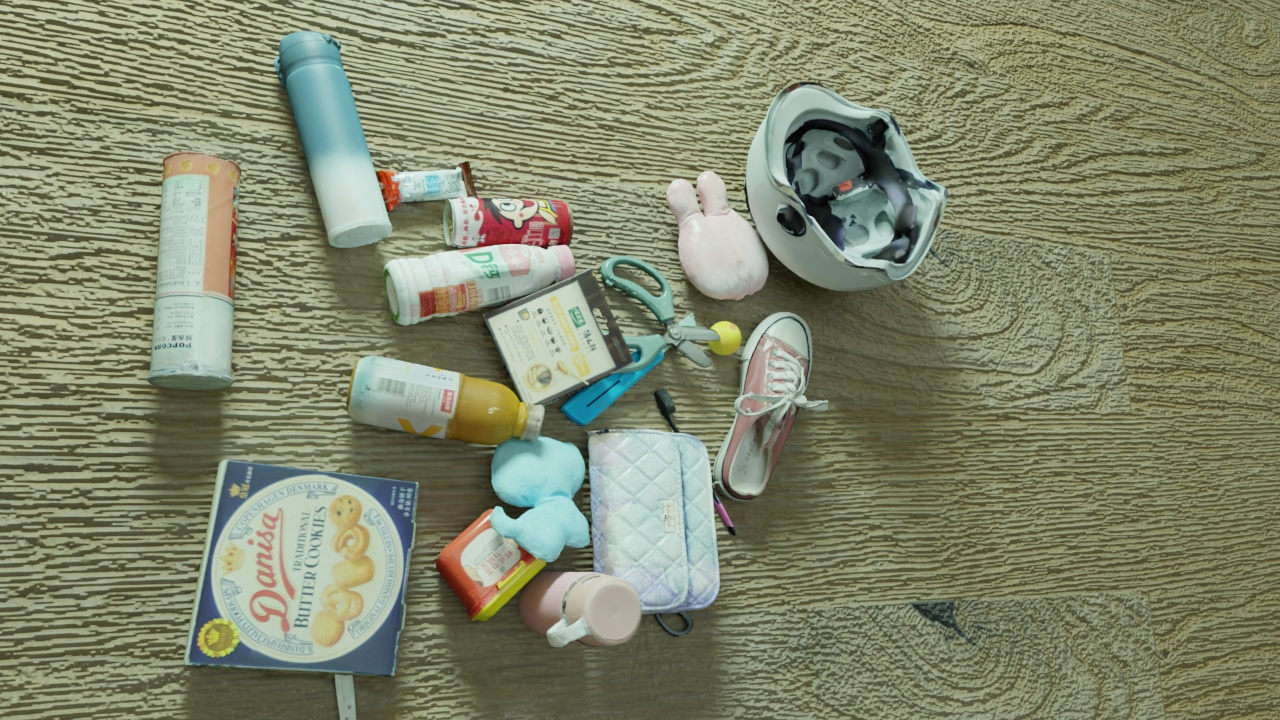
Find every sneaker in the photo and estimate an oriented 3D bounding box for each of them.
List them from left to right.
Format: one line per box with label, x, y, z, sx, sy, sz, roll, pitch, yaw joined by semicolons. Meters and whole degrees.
sneaker;0.155;0.048;1.061;0.118;0.088;0.240;27;70;-15

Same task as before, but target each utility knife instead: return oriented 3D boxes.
utility knife;-0.006;0.006;1.041;0.204;0.018;0.034;-39;94;-27

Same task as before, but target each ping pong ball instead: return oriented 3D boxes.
ping pong ball;0.099;-0.026;1.079;0.040;0.040;0.040;5;76;-22

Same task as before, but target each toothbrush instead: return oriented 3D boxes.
toothbrush;-0.268;0.362;0.852;0.016;0.017;0.187;-6;79;-21
toothbrush;0.065;0.116;1.049;0.017;0.014;0.189;-29;91;-38

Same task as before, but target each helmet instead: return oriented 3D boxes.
helmet;0.224;-0.193;1.112;0.258;0.146;0.228;42;58;-5

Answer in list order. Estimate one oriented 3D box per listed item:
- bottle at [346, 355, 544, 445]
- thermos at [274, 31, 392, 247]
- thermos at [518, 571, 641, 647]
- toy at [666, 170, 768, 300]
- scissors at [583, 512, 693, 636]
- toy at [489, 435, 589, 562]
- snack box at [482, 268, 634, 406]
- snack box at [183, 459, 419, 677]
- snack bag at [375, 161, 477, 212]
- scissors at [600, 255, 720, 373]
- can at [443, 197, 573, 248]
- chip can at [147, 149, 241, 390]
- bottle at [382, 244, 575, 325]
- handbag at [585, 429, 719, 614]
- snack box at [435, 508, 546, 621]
bottle;-0.191;0.045;0.911;0.189;0.068;0.068;12;73;-11
thermos;-0.315;-0.226;0.937;0.070;0.070;0.220;-15;84;-25
thermos;-0.067;0.237;0.863;0.087;0.199;0.067;-25;90;-24
toy;0.091;-0.147;1.095;0.121;0.054;0.159;-21;88;-34
scissors;0.005;0.228;0.998;0.170;0.014;0.150;10;73;-20
toy;-0.103;0.128;0.927;0.156;0.050;0.161;49;34;20
snack box;-0.088;-0.020;0.976;0.125;0.053;0.113;-24;88;-10
snack box;-0.308;0.194;0.848;0.182;0.046;0.177;10;70;-21
snack bag;-0.229;-0.186;0.983;0.104;0.026;0.048;-14;90;-26
scissors;0.000;-0.030;1.036;0.175;0.019;0.175;43;66;2
can;-0.143;-0.149;0.996;0.132;0.053;0.053;-3;79;-24
chip can;-0.414;-0.084;0.856;0.071;0.071;0.214;2;78;-23
bottle;-0.166;-0.088;0.965;0.196;0.068;0.068;-14;84;-25
handbag;0.012;0.168;0.971;0.134;0.076;0.193;3;70;-23
snack box;-0.149;0.199;0.904;0.091;0.082;0.080;-41;86;-26
